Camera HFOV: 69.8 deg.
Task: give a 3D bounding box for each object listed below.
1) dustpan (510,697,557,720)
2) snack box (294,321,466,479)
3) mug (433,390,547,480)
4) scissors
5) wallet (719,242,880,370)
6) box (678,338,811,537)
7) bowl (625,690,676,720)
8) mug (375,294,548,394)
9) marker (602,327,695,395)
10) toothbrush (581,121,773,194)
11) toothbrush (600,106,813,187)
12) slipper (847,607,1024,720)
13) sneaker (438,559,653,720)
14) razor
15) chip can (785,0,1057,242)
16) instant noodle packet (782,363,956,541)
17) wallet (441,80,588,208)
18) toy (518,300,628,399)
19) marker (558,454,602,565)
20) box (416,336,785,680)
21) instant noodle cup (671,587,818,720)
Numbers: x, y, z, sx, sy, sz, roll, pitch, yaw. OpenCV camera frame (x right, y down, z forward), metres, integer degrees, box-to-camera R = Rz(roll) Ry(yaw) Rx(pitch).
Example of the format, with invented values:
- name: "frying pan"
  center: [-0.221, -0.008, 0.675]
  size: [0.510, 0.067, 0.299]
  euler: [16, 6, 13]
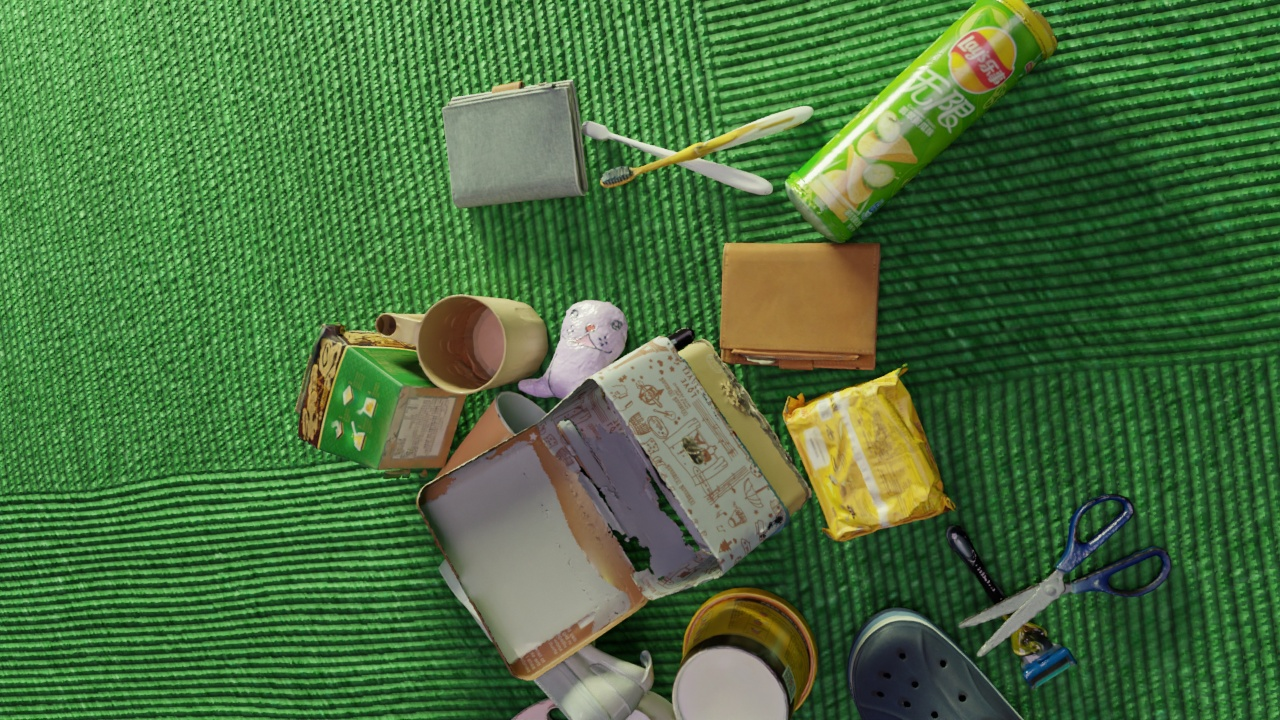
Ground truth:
- name: "dustpan"
  center: [-0.049, 0.461, 0.869]
  size: [0.223, 0.138, 0.274]
  euler: [7, 123, 13]
- name: "snack box"
  center: [-0.223, 0.039, 0.823]
  size: [0.106, 0.118, 0.117]
  euler: [24, 100, 33]
- name: "mug"
  center: [-0.138, 0.097, 0.841]
  size: [0.078, 0.078, 0.123]
  euler: [48, 109, 9]
- name: "scissors"
  center: [0.329, 0.168, 0.728]
  size: [0.171, 0.012, 0.141]
  euler: [-3, 87, 7]
- name: "wallet"
  center: [0.134, -0.046, 0.775]
  size: [0.132, 0.031, 0.108]
  euler: [2, 92, 17]
- name: "box"
  center: [0.065, 0.078, 0.773]
  size: [0.184, 0.059, 0.090]
  euler: [56, 132, 9]
- name: "bowl"
  center: [-0.011, 0.332, 0.789]
  size: [0.118, 0.065, 0.118]
  euler: [-1, 54, 1]
- name: "mug"
  center: [-0.156, -0.020, 0.821]
  size: [0.125, 0.103, 0.084]
  euler: [13, 96, 15]
- name: "marker"
  center: [-0.005, 0.005, 0.825]
  size: [0.124, 0.015, 0.018]
  euler: [-31, 87, 16]
- name: "toothbrush"
  center: [0.031, -0.177, 0.806]
  size: [0.180, 0.016, 0.016]
  euler: [21, 100, 12]
- name: "toothbrush"
  center: [0.055, -0.183, 0.784]
  size: [0.191, 0.018, 0.016]
  euler: [-17, 82, 8]
- name: "slipper"
  center: [0.263, 0.315, 0.728]
  size: [0.253, 0.095, 0.105]
  euler: [45, 101, 6]
- name: "sneaker"
  center: [-0.085, 0.227, 0.809]
  size: [0.090, 0.090, 0.242]
  euler: [-41, 49, -21]
- name: "razor"
  center: [0.292, 0.195, 0.747]
  size: [0.042, 0.022, 0.142]
  euler: [-34, 84, 1]
- name: "chip can"
  center: [0.214, -0.188, 0.722]
  size: [0.221, 0.072, 0.072]
  euler: [-43, 82, 14]
- name: "instant noodle packet"
  center: [0.187, 0.076, 0.760]
  size: [0.111, 0.044, 0.128]
  euler: [-20, 85, 18]
- name: "wallet"
  center: [-0.114, -0.197, 0.834]
  size: [0.130, 0.037, 0.106]
  euler: [-2, 99, 21]
- name: "toy"
  center: [-0.052, -0.005, 0.818]
  size: [0.084, 0.039, 0.108]
  euler: [21, 80, 10]
- name: "marker"
  center: [-0.056, 0.139, 0.846]
  size: [0.023, 0.018, 0.131]
  euler: [18, 98, 28]
- name: "box"
  center: [-0.033, 0.113, 0.700]
  size: [0.226, 0.157, 0.180]
  euler: [-29, 85, -19]
- name: "instant noodle cup"
  center: [0.084, 0.263, 0.764]
  size: [0.118, 0.114, 0.118]
  euler: [1, 93, 15]
